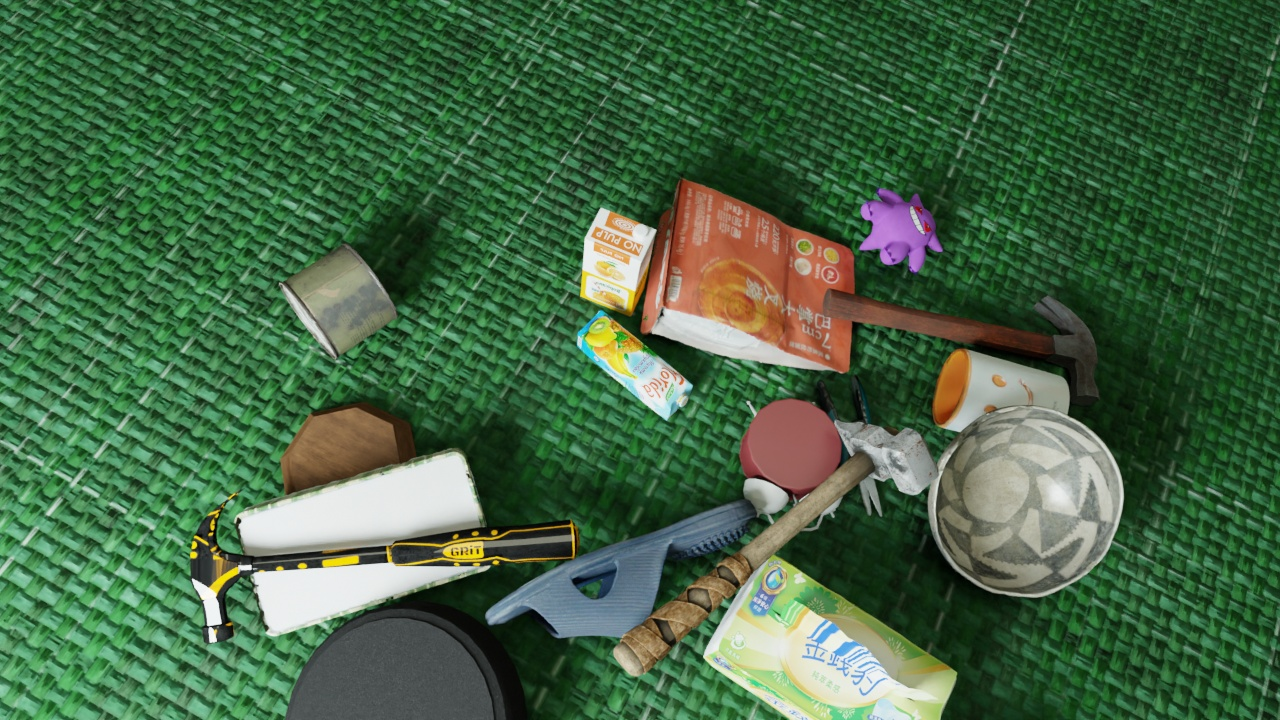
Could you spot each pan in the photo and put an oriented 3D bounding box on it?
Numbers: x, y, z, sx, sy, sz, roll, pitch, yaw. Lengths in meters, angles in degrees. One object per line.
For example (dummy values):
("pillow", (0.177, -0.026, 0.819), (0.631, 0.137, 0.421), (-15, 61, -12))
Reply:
("pan", (-0.187, 0.372, 0.724), (0.204, 0.044, 0.355), (-9, 72, 9))

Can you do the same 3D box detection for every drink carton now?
("drink carton", (-0.006, 0.005, 0.925), (0.129, 0.039, 0.044), (39, 68, 11))
("drink carton", (-0.024, -0.098, 0.922), (0.058, 0.123, 0.040), (23, 66, 4))

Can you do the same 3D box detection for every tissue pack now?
("tissue pack", (0.166, 0.255, 0.776), (0.198, 0.142, 0.120), (26, 66, 6))

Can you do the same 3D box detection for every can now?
("can", (-0.293, -0.059, 0.897), (0.074, 0.090, 0.090), (-38, 75, -20))

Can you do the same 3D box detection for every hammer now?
("hammer", (-0.211, 0.161, 0.780), (0.320, 0.036, 0.123), (-3, 88, -10))
("hammer", (0.338, -0.033, 0.969), (0.300, 0.028, 0.111), (11, 65, -7))
("hammer", (0.108, 0.154, 0.778), (0.318, 0.122, 0.049), (-36, 108, -18))

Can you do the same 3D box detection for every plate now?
("plate", (-0.276, 0.095, 0.866), (0.131, 0.025, 0.131), (2, 66, -5))

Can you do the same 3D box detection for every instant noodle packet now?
("instant noodle packet", (0.125, -0.084, 0.966), (0.221, 0.084, 0.164), (14, 61, -9))

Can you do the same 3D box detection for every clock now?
("clock", (0.145, 0.099, 0.894), (0.096, 0.048, 0.137), (1, 66, -5))

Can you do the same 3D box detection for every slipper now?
("slipper", (-0.005, 0.201, 0.814), (0.263, 0.101, 0.082), (-18, 77, -19))

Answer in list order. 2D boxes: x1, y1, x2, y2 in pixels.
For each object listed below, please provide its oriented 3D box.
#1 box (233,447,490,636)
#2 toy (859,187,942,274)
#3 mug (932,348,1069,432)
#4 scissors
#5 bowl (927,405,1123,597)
("box", (-0.241, 0.158, 0.814), (0.205, 0.050, 0.117), (-17, 93, -11))
("toy", (0.287, -0.143, 1.012), (0.088, 0.056, 0.106), (-17, 79, -17))
("mug", (0.360, 0.040, 0.923), (0.105, 0.082, 0.082), (15, 66, -1))
("scissors", (0.220, 0.079, 0.927), (0.126, 0.019, 0.144), (30, 69, 7))
("bowl", (0.354, 0.128, 0.875), (0.178, 0.081, 0.178), (0, 94, 0))
